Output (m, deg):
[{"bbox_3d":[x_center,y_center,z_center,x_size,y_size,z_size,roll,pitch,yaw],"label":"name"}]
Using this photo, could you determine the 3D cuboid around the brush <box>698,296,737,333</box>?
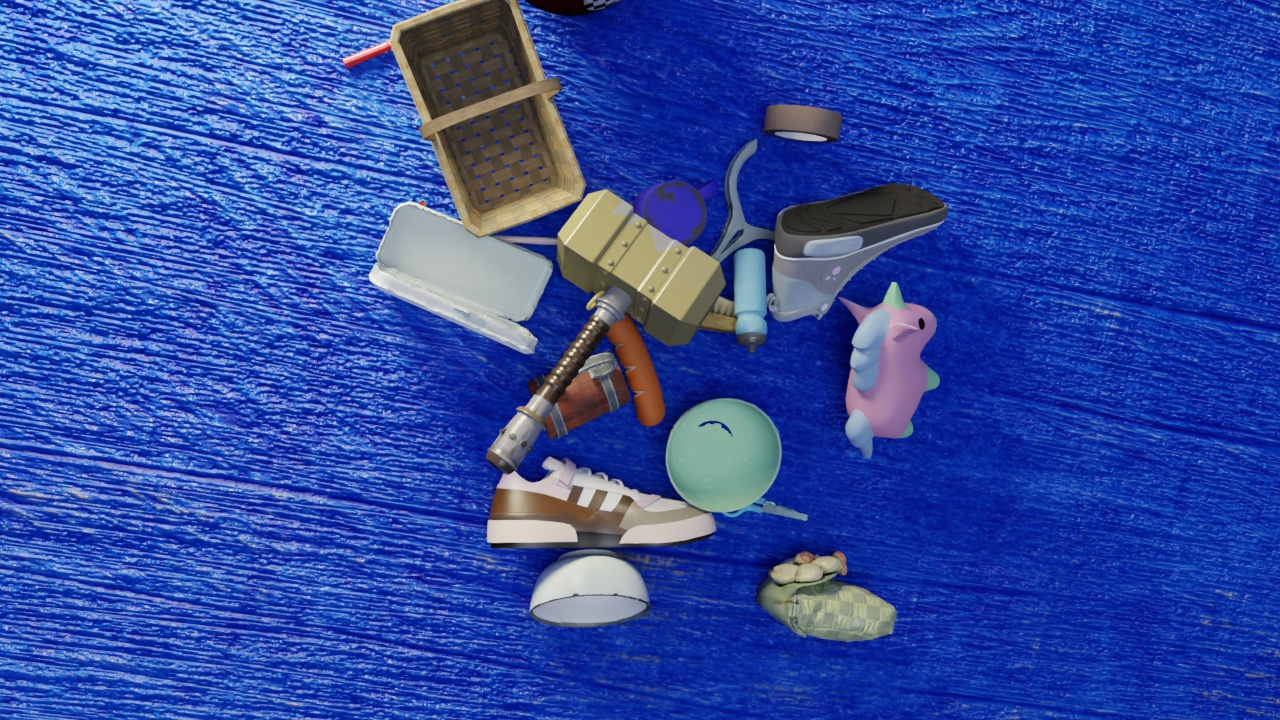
[{"bbox_3d":[0.061,-0.067,1.168,0.195,0.059,0.043,11,86,-15],"label":"brush"}]

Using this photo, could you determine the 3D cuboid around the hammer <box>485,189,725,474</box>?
[{"bbox_3d":[-0.067,-0.011,1.045,0.190,0.101,0.324,34,74,4],"label":"hammer"}]

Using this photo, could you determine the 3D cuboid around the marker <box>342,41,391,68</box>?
[{"bbox_3d":[-0.284,-0.379,1.085,0.142,0.013,0.013,-25,102,-5],"label":"marker"}]

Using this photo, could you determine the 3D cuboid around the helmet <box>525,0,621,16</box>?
[{"bbox_3d":[-0.076,-0.503,0.976,0.234,0.253,0.233,-41,88,1],"label":"helmet"}]

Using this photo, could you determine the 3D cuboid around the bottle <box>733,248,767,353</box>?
[{"bbox_3d":[0.137,-0.073,1.147,0.040,0.040,0.130,2,79,-10],"label":"bottle"}]

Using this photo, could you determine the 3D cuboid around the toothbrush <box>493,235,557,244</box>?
[{"bbox_3d":[-0.098,-0.146,1.152,0.181,0.015,0.018,3,104,-10],"label":"toothbrush"}]

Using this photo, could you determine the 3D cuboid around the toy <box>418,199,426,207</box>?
[{"bbox_3d":[-0.280,-0.138,1.116,0.049,0.030,0.111,36,91,-3],"label":"toy"}]

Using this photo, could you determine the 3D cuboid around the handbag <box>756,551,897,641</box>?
[{"bbox_3d":[0.255,0.317,1.246,0.186,0.113,0.117,12,83,-14],"label":"handbag"}]

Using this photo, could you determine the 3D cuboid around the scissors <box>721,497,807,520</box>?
[{"bbox_3d":[0.168,0.199,1.254,0.136,0.015,0.055,17,94,-8],"label":"scissors"}]

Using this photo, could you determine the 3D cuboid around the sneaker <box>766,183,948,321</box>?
[{"bbox_3d":[0.277,-0.133,1.189,0.256,0.093,0.161,-14,132,-25],"label":"sneaker"}]

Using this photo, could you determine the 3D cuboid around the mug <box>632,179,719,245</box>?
[{"bbox_3d":[0.048,-0.189,1.134,0.111,0.083,0.079,-33,103,-3],"label":"mug"}]

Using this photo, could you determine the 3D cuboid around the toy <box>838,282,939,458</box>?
[{"bbox_3d":[0.310,0.019,1.180,0.171,0.120,0.222,17,100,-45],"label":"toy"}]

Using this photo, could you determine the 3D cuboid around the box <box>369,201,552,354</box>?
[{"bbox_3d":[-0.209,-0.088,1.078,0.210,0.105,0.130,18,105,-22],"label":"box"}]

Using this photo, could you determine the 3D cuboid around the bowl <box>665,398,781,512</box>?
[{"bbox_3d":[0.101,0.116,1.196,0.151,0.077,0.151,-2,100,-9],"label":"bowl"}]

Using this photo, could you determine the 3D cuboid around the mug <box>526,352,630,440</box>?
[{"bbox_3d":[-0.077,0.035,1.139,0.111,0.117,0.081,-22,66,-9],"label":"mug"}]

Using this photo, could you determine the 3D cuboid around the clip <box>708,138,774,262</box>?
[{"bbox_3d":[0.144,-0.216,1.176,0.169,0.031,0.164,-22,100,-7],"label":"clip"}]

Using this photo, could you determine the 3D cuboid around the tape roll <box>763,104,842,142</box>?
[{"bbox_3d":[0.201,-0.293,1.137,0.093,0.093,0.030,6,98,-10],"label":"tape roll"}]

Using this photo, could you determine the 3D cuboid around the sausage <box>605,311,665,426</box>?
[{"bbox_3d":[-0.007,0.007,1.180,0.044,0.039,0.164,-23,102,-8],"label":"sausage"}]

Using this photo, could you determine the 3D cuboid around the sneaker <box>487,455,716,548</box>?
[{"bbox_3d":[-0.048,0.181,1.181,0.293,0.112,0.116,1,79,-9],"label":"sneaker"}]

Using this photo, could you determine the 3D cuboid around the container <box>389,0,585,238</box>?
[{"bbox_3d":[-0.168,-0.276,1.031,0.157,0.186,0.250,-22,102,-6],"label":"container"}]

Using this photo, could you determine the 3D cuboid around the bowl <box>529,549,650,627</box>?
[{"bbox_3d":[-0.066,0.289,1.176,0.153,0.154,0.072,1,60,-10],"label":"bowl"}]
